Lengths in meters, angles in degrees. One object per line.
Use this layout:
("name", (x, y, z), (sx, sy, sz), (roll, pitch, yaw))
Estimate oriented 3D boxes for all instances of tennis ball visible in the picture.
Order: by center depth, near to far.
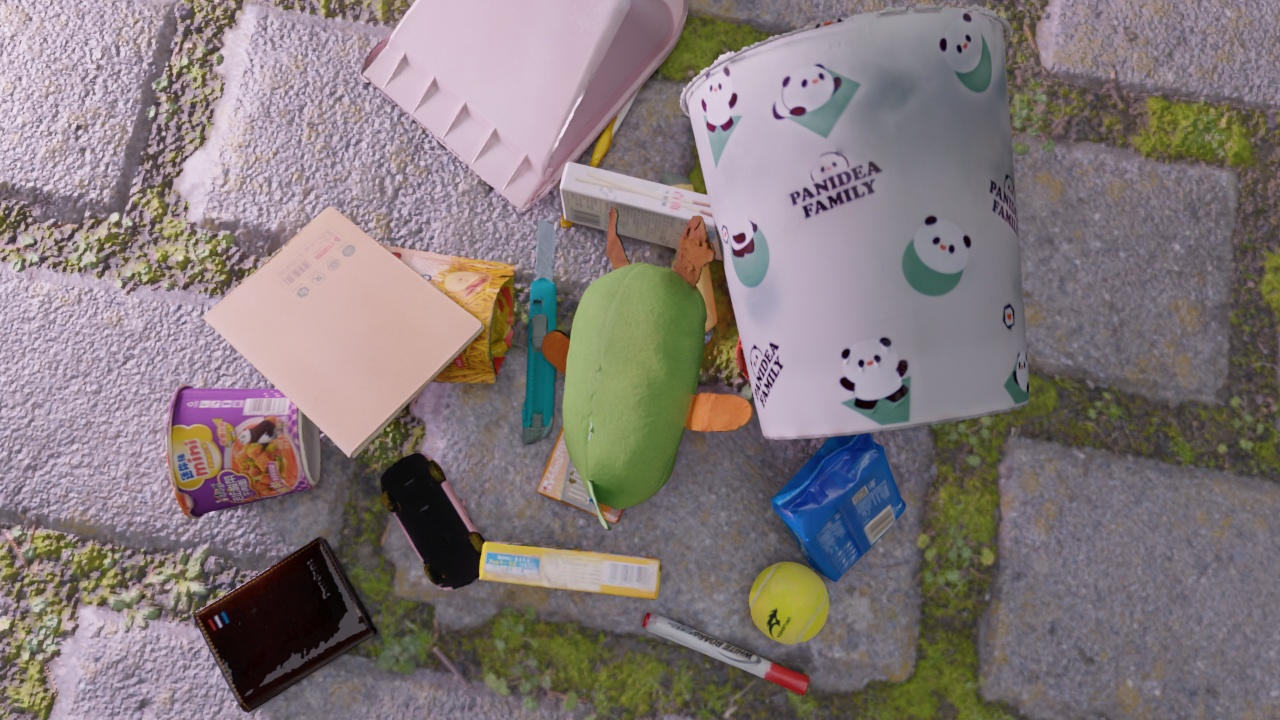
("tennis ball", (0.121, 0.198, 0.750), (0.065, 0.065, 0.065), (0, 80, 0))

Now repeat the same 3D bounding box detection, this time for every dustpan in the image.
("dustpan", (-0.087, -0.300, 0.860), (0.222, 0.138, 0.274), (43, 110, 10))

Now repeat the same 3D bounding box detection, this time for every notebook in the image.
("notebook", (-0.249, -0.032, 0.760), (0.208, 0.008, 0.147), (36, 73, 24))

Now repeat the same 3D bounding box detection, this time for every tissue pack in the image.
("tissue pack", (0.157, 0.113, 0.730), (0.095, 0.157, 0.052), (-43, 52, -6))

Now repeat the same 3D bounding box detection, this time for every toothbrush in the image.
("toothbrush", (-0.031, -0.203, 0.847), (0.016, 0.018, 0.191), (24, 78, 2))

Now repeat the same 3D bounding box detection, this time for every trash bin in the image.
("trash bin", (0.158, -0.081, 0.650), (0.229, 0.229, 0.252), (-8, 88, -2))

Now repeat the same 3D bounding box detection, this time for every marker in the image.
("marker", (0.070, 0.244, 0.767), (0.145, 0.017, 0.017), (22, 81, 3))

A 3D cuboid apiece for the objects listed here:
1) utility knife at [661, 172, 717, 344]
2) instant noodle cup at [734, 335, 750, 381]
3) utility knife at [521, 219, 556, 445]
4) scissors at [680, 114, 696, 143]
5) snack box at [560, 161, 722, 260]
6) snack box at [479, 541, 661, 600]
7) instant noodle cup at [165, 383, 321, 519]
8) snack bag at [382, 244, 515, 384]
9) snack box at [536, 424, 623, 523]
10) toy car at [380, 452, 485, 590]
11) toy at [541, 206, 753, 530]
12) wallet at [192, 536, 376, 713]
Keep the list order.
("utility knife", (0.045, -0.092, 0.825), (0.031, 0.018, 0.164), (-10, 79, 2))
("instant noodle cup", (0.172, -0.060, 0.789), (0.164, 0.079, 0.188), (8, 84, 5))
("utility knife", (-0.089, -0.027, 0.815), (0.029, 0.013, 0.205), (1, 80, 0))
("scissors", (0.131, -0.224, 0.822), (0.175, 0.014, 0.159), (21, 50, 25))
("snack box", (0.011, -0.124, 0.781), (0.157, 0.085, 0.027), (14, 80, 1))
("snack box", (-0.054, 0.169, 0.744), (0.140, 0.087, 0.033), (8, 80, 1))
("instant noodle cup", (-0.321, 0.070, 0.756), (0.099, 0.112, 0.111), (-5, 80, -11))
("snack bag", (-0.216, -0.042, 0.800), (0.208, 0.073, 0.128), (7, 81, 8))
("snack box", (-0.026, 0.057, 0.794), (0.075, 0.026, 0.153), (21, 81, 5))
("toy car", (-0.173, 0.135, 0.774), (0.056, 0.037, 0.122), (-33, 79, -1))
("toy", (-0.004, 0.004, 0.721), (0.227, 0.089, 0.247), (20, 103, 45))
("wallet", (-0.298, 0.220, 0.770), (0.122, 0.020, 0.096), (-31, 81, -8))
